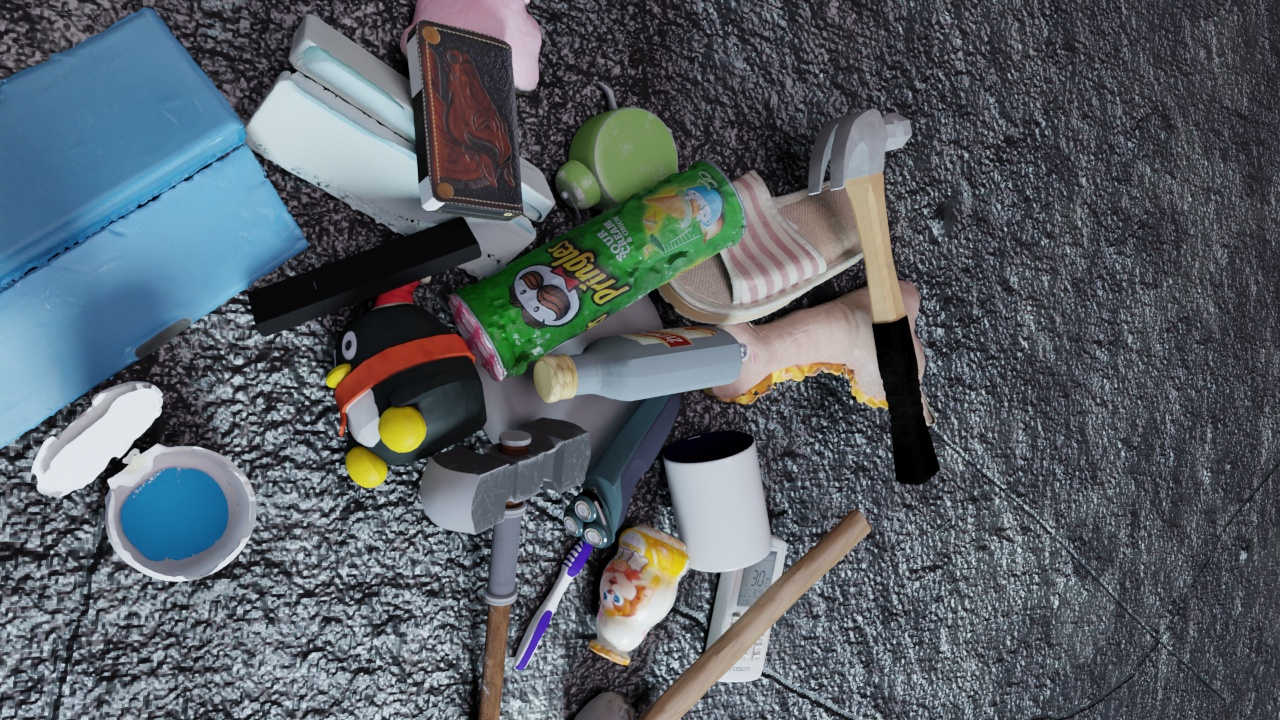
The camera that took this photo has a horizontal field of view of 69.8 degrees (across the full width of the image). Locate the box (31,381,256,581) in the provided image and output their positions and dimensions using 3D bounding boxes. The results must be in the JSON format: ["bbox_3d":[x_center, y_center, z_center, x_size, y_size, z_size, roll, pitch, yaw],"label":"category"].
[{"bbox_3d":[-0.273,0.073,0.512,0.084,0.160,0.118,-43,105,-29],"label":"box"}]

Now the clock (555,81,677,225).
[{"bbox_3d":[-0.017,-0.150,0.723,0.094,0.043,0.119,24,82,-32],"label":"clock"}]

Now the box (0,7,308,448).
[{"bbox_3d":[-0.323,-0.071,0.516,0.231,0.066,0.173,-41,118,-21],"label":"box"}]

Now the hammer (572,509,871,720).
[{"bbox_3d":[0.080,0.245,0.791,0.328,0.052,0.098,-41,115,-13],"label":"hammer"}]

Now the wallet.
[{"bbox_3d":[-0.113,-0.155,0.599,0.072,0.019,0.123,1,78,-37],"label":"wallet"}]

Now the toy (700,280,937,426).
[{"bbox_3d":[0.172,0.009,0.850,0.263,0.065,0.196,-21,101,-29],"label":"toy"}]

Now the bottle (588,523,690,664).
[{"bbox_3d":[-0.004,0.191,0.751,0.063,0.063,0.108,32,76,-31],"label":"bottle"}]

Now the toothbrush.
[{"bbox_3d":[-0.054,0.164,0.745,0.016,0.015,0.186,38,75,-29],"label":"toothbrush"}]

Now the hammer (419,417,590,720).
[{"bbox_3d":[-0.107,0.207,0.678,0.155,0.043,0.322,-17,119,-58],"label":"hammer"}]

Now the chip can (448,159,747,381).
[{"bbox_3d":[-0.026,-0.069,0.671,0.223,0.075,0.075,-31,111,-17],"label":"chip can"}]

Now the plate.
[{"bbox_3d":[-0.054,0.006,0.731,0.178,0.012,0.178,-3,97,-33],"label":"plate"}]

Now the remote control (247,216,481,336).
[{"bbox_3d":[-0.181,-0.057,0.606,0.150,0.034,0.013,-23,139,-13],"label":"remote control"}]

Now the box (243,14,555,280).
[{"bbox_3d":[-0.162,-0.131,0.628,0.198,0.085,0.096,29,109,-31],"label":"box"}]

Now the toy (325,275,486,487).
[{"bbox_3d":[-0.161,0.010,0.616,0.099,0.098,0.119,-17,73,-45],"label":"toy"}]

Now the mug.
[{"bbox_3d":[0.074,0.114,0.795,0.111,0.079,0.097,-31,113,-57],"label":"mug"}]

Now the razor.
[{"bbox_3d":[-0.010,0.081,0.734,0.142,0.047,0.052,-57,148,-21],"label":"razor"}]

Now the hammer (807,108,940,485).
[{"bbox_3d":[0.215,-0.051,0.804,0.130,0.039,0.328,-23,104,-45],"label":"hammer"}]

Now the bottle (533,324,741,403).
[{"bbox_3d":[-0.004,0.004,0.711,0.161,0.072,0.046,-9,104,-32],"label":"bottle"}]

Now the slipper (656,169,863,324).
[{"bbox_3d":[0.120,-0.109,0.792,0.262,0.052,0.115,-22,76,-33],"label":"slipper"}]

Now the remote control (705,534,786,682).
[{"bbox_3d":[0.095,0.225,0.843,0.060,0.025,0.138,13,87,-33],"label":"remote control"}]

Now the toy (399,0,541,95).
[{"bbox_3d":[-0.114,-0.242,0.645,0.102,0.050,0.093,4,95,-30],"label":"toy"}]
